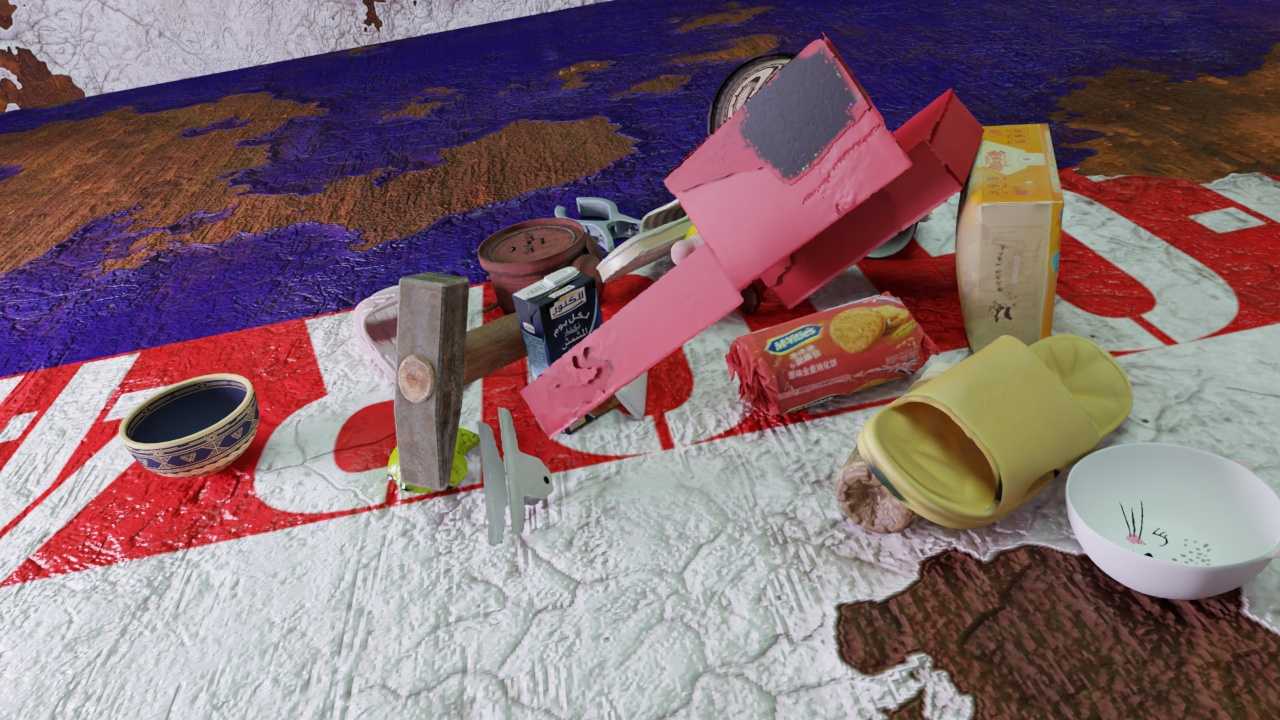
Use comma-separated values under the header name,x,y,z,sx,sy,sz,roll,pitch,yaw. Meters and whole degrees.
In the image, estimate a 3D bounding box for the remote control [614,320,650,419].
name,x,y,z,sx,sy,sz,roll,pitch,yaw
remote control,-0.005,0.005,0.837,0.012,0.033,0.130,-33,24,21

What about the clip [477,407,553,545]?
name,x,y,z,sx,sy,sz,roll,pitch,yaw
clip,-0.092,0.088,0.696,0.056,0.056,0.102,-4,62,-12

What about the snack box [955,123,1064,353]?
name,x,y,z,sx,sy,sz,roll,pitch,yaw
snack box,0.328,-0.115,0.830,0.081,0.145,0.194,2,32,19

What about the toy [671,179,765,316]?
name,x,y,z,sx,sy,sz,roll,pitch,yaw
toy,0.091,-0.114,0.936,0.124,0.097,0.131,20,31,-19

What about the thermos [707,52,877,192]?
name,x,y,z,sx,sy,sz,roll,pitch,yaw
thermos,0.179,-0.276,1.084,0.172,0.173,0.226,-11,17,-3

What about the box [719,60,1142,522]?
name,x,y,z,sx,sy,sz,roll,pitch,yaw
box,0.273,-0.063,0.853,0.218,0.351,0.197,-38,7,43

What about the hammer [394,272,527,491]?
name,x,y,z,sx,sy,sz,roll,pitch,yaw
hammer,-0.122,-0.007,0.792,0.037,0.158,0.300,9,13,13

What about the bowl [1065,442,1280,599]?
name,x,y,z,sx,sy,sz,roll,pitch,yaw
bowl,0.320,0.104,0.559,0.115,0.051,0.114,-7,31,4

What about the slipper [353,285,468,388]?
name,x,y,z,sx,sy,sz,roll,pitch,yaw
slipper,-0.242,-0.036,0.948,0.094,0.064,0.239,-22,34,-19

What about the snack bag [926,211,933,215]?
name,x,y,z,sx,sy,sz,roll,pitch,yaw
snack bag,0.319,-0.193,1.089,0.026,0.020,0.099,-8,31,0

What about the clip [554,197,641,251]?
name,x,y,z,sx,sy,sz,roll,pitch,yaw
clip,-0.066,-0.164,1.148,0.112,0.028,0.163,-28,34,-26

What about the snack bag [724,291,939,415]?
name,x,y,z,sx,sy,sz,roll,pitch,yaw
snack bag,0.155,-0.004,0.770,0.176,0.082,0.082,-16,31,-12

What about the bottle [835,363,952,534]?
name,x,y,z,sx,sy,sz,roll,pitch,yaw
bottle,0.198,0.055,0.669,0.060,0.060,0.165,11,36,31

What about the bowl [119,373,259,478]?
name,x,y,z,sx,sy,sz,roll,pitch,yaw
bowl,-0.393,0.067,0.819,0.112,0.061,0.112,-7,31,4

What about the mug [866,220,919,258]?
name,x,y,z,sx,sy,sz,roll,pitch,yaw
mug,0.250,-0.163,1.012,0.122,0.085,0.094,-25,18,36

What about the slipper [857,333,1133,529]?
name,x,y,z,sx,sy,sz,roll,pitch,yaw
slipper,0.263,0.033,0.621,0.262,0.079,0.099,-19,66,-35

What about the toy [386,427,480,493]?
name,x,y,z,sx,sy,sz,roll,pitch,yaw
toy,-0.172,0.078,0.764,0.094,0.036,0.093,15,30,33

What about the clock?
name,x,y,z,sx,sy,sz,roll,pitch,yaw
clock,-0.098,-0.103,1.008,0.158,0.072,0.120,-11,30,0

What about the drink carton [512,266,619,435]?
name,x,y,z,sx,sy,sz,roll,pitch,yaw
drink carton,-0.062,-0.008,0.781,0.064,0.130,0.040,-31,37,-31

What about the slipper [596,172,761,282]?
name,x,y,z,sx,sy,sz,roll,pitch,yaw
slipper,0.042,-0.156,1.012,0.115,0.052,0.262,-32,1,45
